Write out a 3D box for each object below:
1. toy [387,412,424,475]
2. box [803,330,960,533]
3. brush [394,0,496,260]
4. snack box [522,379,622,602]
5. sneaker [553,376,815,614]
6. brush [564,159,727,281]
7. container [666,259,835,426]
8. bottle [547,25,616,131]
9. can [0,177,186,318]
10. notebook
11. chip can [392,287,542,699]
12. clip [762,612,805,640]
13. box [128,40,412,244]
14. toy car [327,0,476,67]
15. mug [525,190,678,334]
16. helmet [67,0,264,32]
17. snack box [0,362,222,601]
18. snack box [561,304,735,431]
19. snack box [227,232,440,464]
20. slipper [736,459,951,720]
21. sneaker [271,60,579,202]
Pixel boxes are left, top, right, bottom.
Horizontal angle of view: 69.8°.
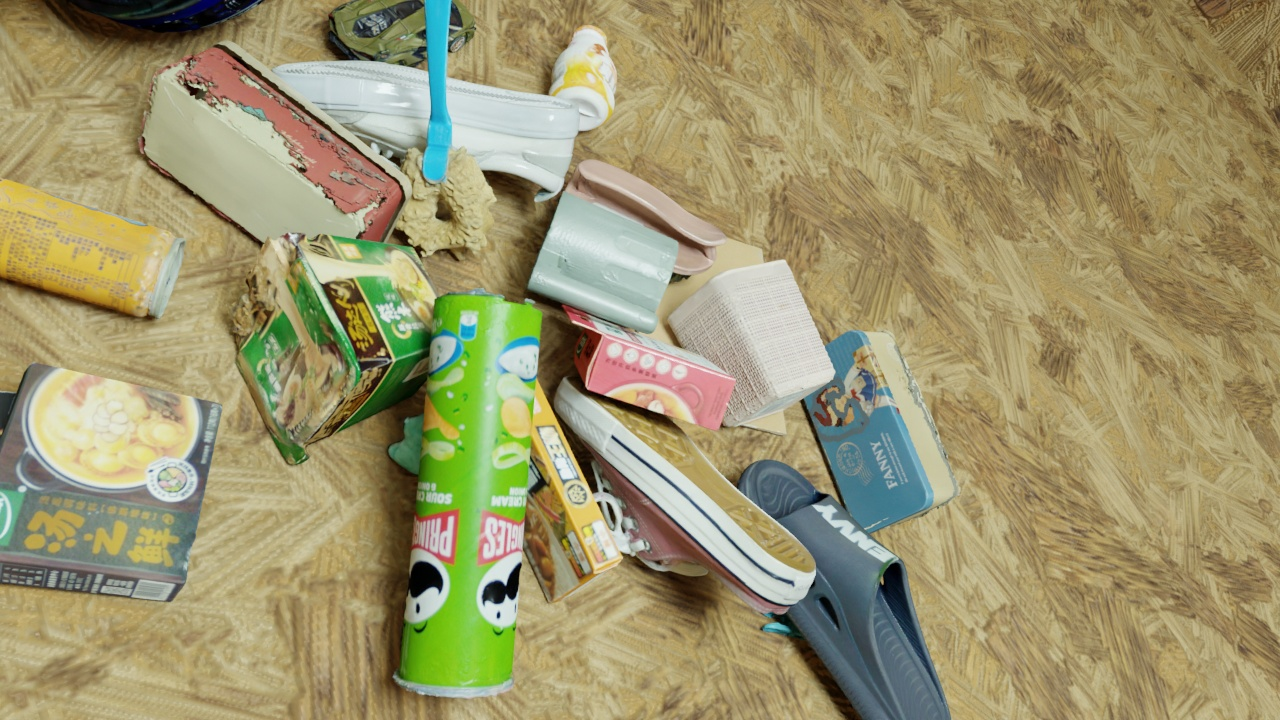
[{"bbox_3d":[-0.125,0.063,0.619,0.092,0.097,0.030,23,24,2],"label":"toy"},{"bbox_3d":[0.209,0.066,0.811,0.059,0.090,0.184,2,59,-38],"label":"box"},{"bbox_3d":[-0.144,-0.185,0.659,0.083,0.255,0.045,7,35,-2],"label":"brush"},{"bbox_3d":[-0.071,0.084,0.633,0.026,0.075,0.153,-15,71,-39],"label":"snack box"},{"bbox_3d":[0.012,0.104,0.661,0.241,0.088,0.118,41,17,26],"label":"sneaker"},{"bbox_3d":[0.001,-0.119,0.799,0.145,0.073,0.063,26,53,-8],"label":"brush"},{"bbox_3d":[0.096,-0.012,0.779,0.090,0.090,0.111,-14,73,-38],"label":"container"},{"bbox_3d":[-0.053,-0.272,0.874,0.063,0.063,0.108,19,54,-21],"label":"bottle"},{"bbox_3d":[-0.363,-0.073,0.559,0.146,0.058,0.058,18,54,-22],"label":"can"},{"bbox_3d":[0.061,-0.038,0.836,0.147,0.008,0.207,13,55,-25],"label":"notebook"},{"bbox_3d":[-0.103,0.078,0.562,0.072,0.072,0.236,8,82,-28],"label":"chip can"},{"bbox_3d":[0.119,0.205,0.718,0.056,0.014,0.043,20,54,-24],"label":"clip"},{"bbox_3d":[-0.257,-0.131,0.637,0.168,0.092,0.080,37,42,-7],"label":"box"},{"bbox_3d":[-0.207,-0.298,0.812,0.070,0.042,0.157,45,46,-1],"label":"toy car"},{"bbox_3d":[-0.032,-0.069,0.728,0.103,0.084,0.123,21,30,-10],"label":"mug"},{"bbox_3d":[-0.340,-0.346,0.620,0.240,0.247,0.315,54,19,-58],"label":"helmet"},{"bbox_3d":[-0.313,0.069,0.512,0.125,0.053,0.113,16,54,-29],"label":"snack box"},{"bbox_3d":[-0.004,0.004,0.697,0.127,0.113,0.044,19,96,-10],"label":"snack box"},{"bbox_3d":[-0.188,-0.016,0.606,0.105,0.118,0.117,-16,71,-48],"label":"snack box"},{"bbox_3d":[0.177,0.184,0.711,0.110,0.084,0.268,-19,75,-55],"label":"slipper"},{"bbox_3d":[-0.174,-0.182,0.743,0.242,0.091,0.089,8,25,-7],"label":"sneaker"}]
